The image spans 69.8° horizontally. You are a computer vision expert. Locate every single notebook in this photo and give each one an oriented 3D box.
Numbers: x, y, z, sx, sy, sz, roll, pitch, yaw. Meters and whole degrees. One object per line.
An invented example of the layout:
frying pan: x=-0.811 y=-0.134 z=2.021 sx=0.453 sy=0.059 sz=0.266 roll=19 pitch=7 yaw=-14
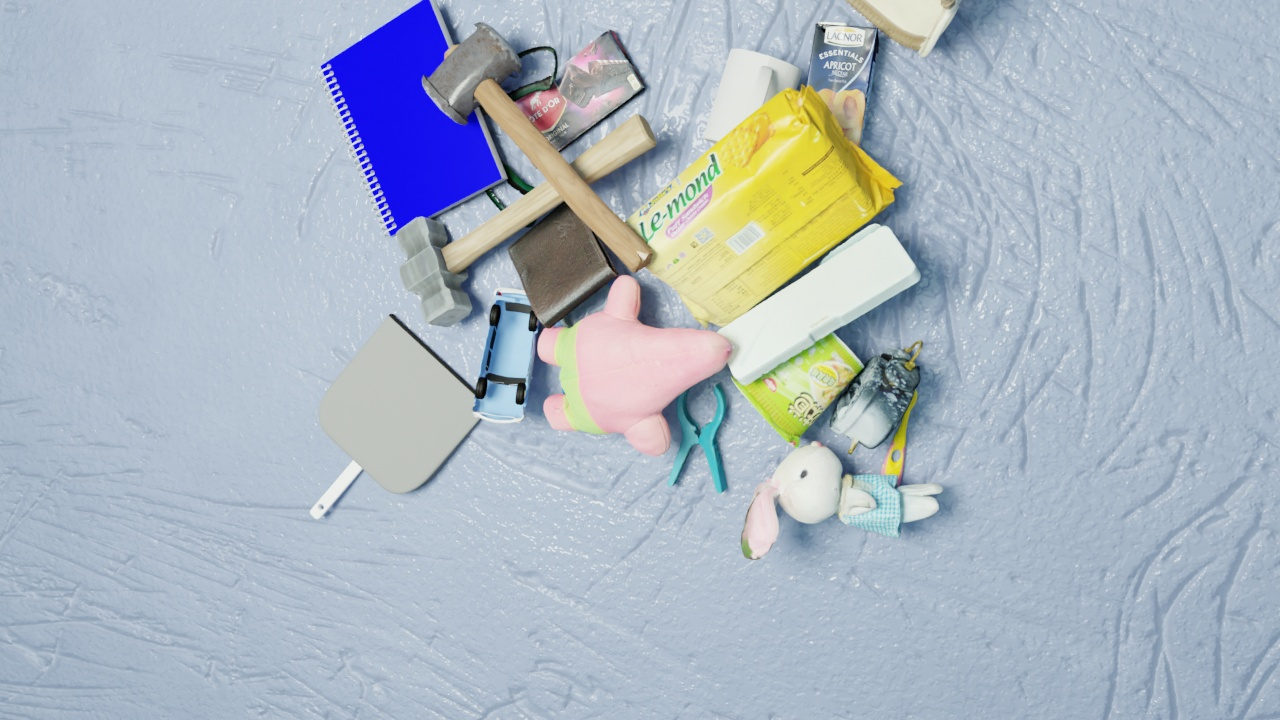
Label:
notebook: x=-0.259 y=-0.266 z=1.025 sx=0.172 sy=0.022 sz=0.209 roll=-21 pitch=92 yaw=23

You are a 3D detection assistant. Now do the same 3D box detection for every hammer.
hammer: x=-0.098 y=-0.205 z=0.909 sx=0.098 sy=0.052 sz=0.328 roll=-42 pitch=70 yaw=7
hammer: x=-0.124 y=-0.158 z=0.972 sx=0.324 sy=0.051 sz=0.117 roll=-29 pitch=72 yaw=23

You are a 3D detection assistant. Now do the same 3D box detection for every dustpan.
dustpan: x=-0.316 y=0.094 z=1.097 sx=0.163 sy=0.033 sz=0.258 roll=42 pitch=96 yaw=5

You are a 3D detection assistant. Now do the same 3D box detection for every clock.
clock: x=0.239 y=0.031 z=0.918 sx=0.052 sy=0.090 sz=0.130 roll=32 pitch=107 yaw=3

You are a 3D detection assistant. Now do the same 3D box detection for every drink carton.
drink carton: x=0.197 y=-0.265 z=0.914 sx=0.064 sy=0.040 sz=0.130 roll=9 pitch=99 yaw=12

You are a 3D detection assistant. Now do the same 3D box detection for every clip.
clip: x=0.050 y=0.081 z=1.006 sx=0.113 sy=0.028 sz=0.127 roll=14 pitch=101 yaw=10

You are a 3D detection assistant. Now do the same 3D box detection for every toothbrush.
toothbrush: x=0.269 y=0.092 z=0.957 sx=0.021 sy=0.016 sz=0.135 roll=12 pitch=105 yaw=10

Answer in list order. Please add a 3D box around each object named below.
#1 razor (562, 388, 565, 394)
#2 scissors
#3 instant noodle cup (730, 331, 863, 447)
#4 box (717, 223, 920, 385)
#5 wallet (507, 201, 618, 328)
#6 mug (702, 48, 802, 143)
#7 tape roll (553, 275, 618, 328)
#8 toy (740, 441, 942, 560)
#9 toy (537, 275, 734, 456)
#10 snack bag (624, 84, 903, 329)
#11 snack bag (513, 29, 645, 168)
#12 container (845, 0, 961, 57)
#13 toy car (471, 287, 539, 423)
razor: x=-0.017 y=0.026 z=1.017 sx=0.144 sy=0.022 sz=0.042 roll=-10 pitch=82 yaw=10
scissors: x=-0.148 y=-0.261 z=0.998 sx=0.201 sy=0.015 sz=0.205 roll=47 pitch=117 yaw=7
instant noodle cup: x=0.164 y=0.017 z=0.937 sx=0.108 sy=0.099 sz=0.099 roll=-44 pitch=86 yaw=7
box: x=0.172 y=-0.055 z=0.903 sx=0.198 sy=0.125 sz=0.075 roll=-32 pitch=88 yaw=16
wallet: x=-0.087 y=-0.107 z=0.988 sx=0.099 sy=0.031 sz=0.120 roll=-36 pitch=58 yaw=16
mug: x=0.111 y=-0.252 z=0.904 sx=0.073 sy=0.105 sz=0.090 roll=17 pitch=101 yaw=-2
tape roll: x=-0.058 y=-0.058 z=1.017 sx=0.093 sy=0.016 sz=0.091 roll=-14 pitch=94 yaw=15
toy: x=0.199 y=0.133 z=0.925 sx=0.205 sy=0.131 sz=0.105 roll=-7 pitch=96 yaw=10
toy: x=-0.006 y=0.005 z=0.939 sx=0.237 sy=0.096 sz=0.192 roll=-11 pitch=87 yaw=38
snack bag: x=0.113 y=-0.138 z=0.889 sx=0.248 sy=0.068 sz=0.159 roll=-38 pitch=127 yaw=21
snack bag: x=-0.073 y=-0.281 z=0.991 sx=0.155 sy=0.018 sz=0.074 roll=-32 pitch=88 yaw=18
container: x=0.216 y=-0.409 z=0.824 sx=0.246 sy=0.184 sz=0.143 roll=43 pitch=94 yaw=4
toy car: x=-0.144 y=-0.003 z=1.003 sx=0.056 sy=0.055 sz=0.153 roll=8 pitch=72 yaw=-2
